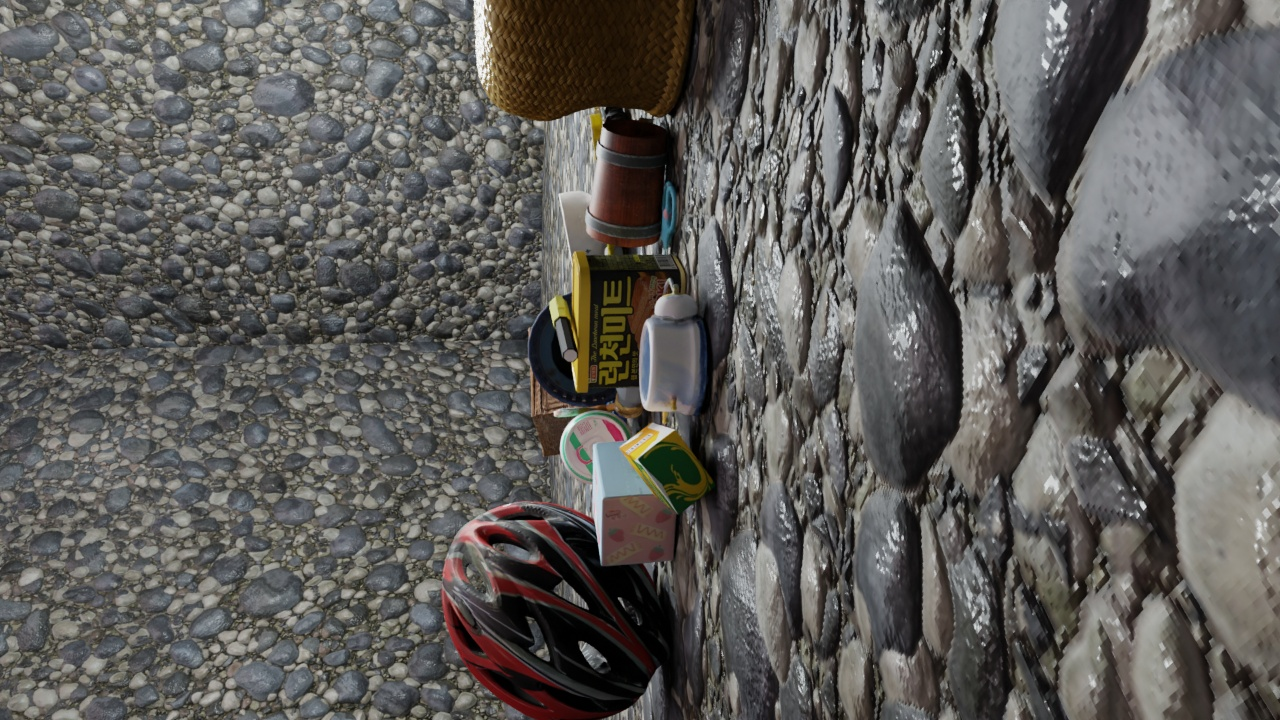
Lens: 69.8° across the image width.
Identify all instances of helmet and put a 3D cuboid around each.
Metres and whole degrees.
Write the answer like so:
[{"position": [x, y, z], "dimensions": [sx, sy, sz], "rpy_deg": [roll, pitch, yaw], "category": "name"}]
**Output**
[{"position": [-0.090, 0.269, 1.005], "dimensions": [0.216, 0.272, 0.167], "rpy_deg": [-51, 3, -31], "category": "helmet"}]

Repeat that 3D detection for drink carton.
[{"position": [0.021, 0.093, 0.814], "dimensions": [0.058, 0.041, 0.122], "rpy_deg": [54, 172, -5], "category": "drink carton"}]

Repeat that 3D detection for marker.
[{"position": [-0.075, -0.033, 0.895], "dimensions": [0.123, 0.017, 0.021], "rpy_deg": [-112, 21, -62], "category": "marker"}]

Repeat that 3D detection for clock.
[{"position": [0.028, -0.010, 0.806], "dimensions": [0.089, 0.052, 0.125], "rpy_deg": [112, 158, -71], "category": "clock"}]

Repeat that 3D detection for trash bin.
[{"position": [-0.080, -0.022, 1.220], "dimensions": [0.249, 0.139, 0.139], "rpy_deg": [-151, 60, -82], "category": "trash bin"}]

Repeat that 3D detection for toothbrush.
[{"position": [-0.035, -0.331, 1.217], "dimensions": [0.196, 0.031, 0.031], "rpy_deg": [-102, 9, -53], "category": "toothbrush"}]

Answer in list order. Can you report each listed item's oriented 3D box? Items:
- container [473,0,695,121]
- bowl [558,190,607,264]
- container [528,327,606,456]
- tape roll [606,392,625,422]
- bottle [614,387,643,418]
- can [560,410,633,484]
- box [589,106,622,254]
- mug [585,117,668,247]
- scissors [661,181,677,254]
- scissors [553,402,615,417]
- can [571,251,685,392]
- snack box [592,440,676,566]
[{"position": [-0.066, -0.388, 0.885], "dimensions": [0.307, 0.196, 0.307], "rpy_deg": [178, 91, -79], "category": "container"}, {"position": [-0.075, -0.178, 1.237], "dimensions": [0.105, 0.054, 0.105], "rpy_deg": [166, 92, -86], "category": "bowl"}, {"position": [-0.114, 0.043, 1.473], "dimensions": [0.114, 0.113, 0.198], "rpy_deg": [83, 178, -50], "category": "container"}, {"position": [-0.036, 0.085, 1.337], "dimensions": [0.091, 0.016, 0.093], "rpy_deg": [-116, 26, -69], "category": "tape roll"}, {"position": [-0.006, 0.006, 1.036], "dimensions": [0.162, 0.046, 0.072], "rpy_deg": [99, 166, -50], "category": "bottle"}, {"position": [-0.050, 0.109, 1.136], "dimensions": [0.166, 0.088, 0.088], "rpy_deg": [88, 179, -83], "category": "can"}, {"position": [-0.049, -0.244, 1.248], "dimensions": [0.127, 0.023, 0.210], "rpy_deg": [-98, 0, -52], "category": "box"}, {"position": [-0.008, -0.191, 0.956], "dimensions": [0.117, 0.081, 0.111], "rpy_deg": [-67, -13, -60], "category": "mug"}, {"position": [0.024, -0.117, 0.930], "dimensions": [0.056, 0.015, 0.137], "rpy_deg": [-108, 22, -54], "category": "scissors"}, {"position": [-0.055, 0.062, 1.175], "dimensions": [0.126, 0.128, 0.011], "rpy_deg": [-14, 80, 48], "category": "scissors"}, {"position": [-0.014, -0.038, 0.898], "dimensions": [0.072, 0.101, 0.131], "rpy_deg": [-108, 18, -62], "category": "can"}, {"position": [-0.007, 0.148, 0.962], "dimensions": [0.093, 0.079, 0.095], "rpy_deg": [-105, 14, -57], "category": "snack box"}]
